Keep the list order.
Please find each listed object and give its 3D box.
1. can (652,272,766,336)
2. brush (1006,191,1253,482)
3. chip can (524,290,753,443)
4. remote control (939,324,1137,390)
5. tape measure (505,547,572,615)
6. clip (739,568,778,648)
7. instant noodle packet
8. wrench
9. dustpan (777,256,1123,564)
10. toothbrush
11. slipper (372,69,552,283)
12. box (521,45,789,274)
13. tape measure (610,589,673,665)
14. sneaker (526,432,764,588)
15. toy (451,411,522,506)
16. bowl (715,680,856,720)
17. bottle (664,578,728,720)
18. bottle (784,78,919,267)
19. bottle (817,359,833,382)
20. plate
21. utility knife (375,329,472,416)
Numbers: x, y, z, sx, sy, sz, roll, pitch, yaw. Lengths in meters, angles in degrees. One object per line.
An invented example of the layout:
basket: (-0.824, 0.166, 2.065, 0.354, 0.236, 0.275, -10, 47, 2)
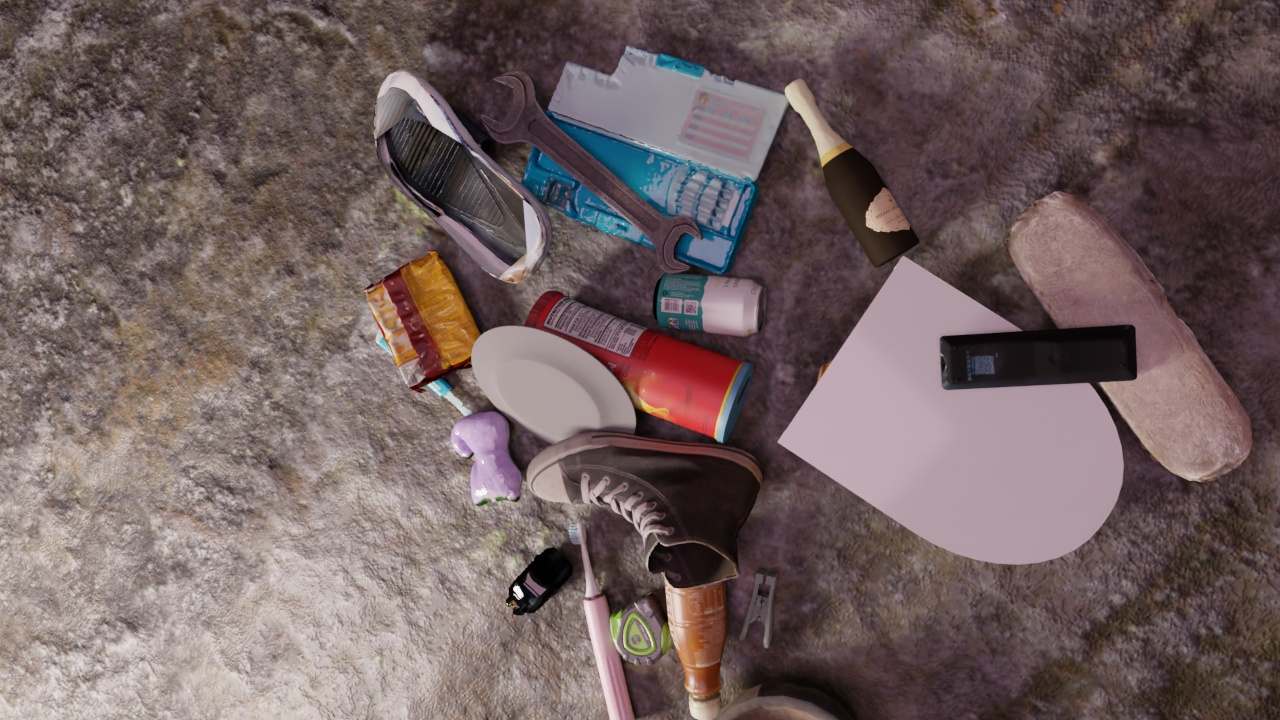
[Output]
can: (0.066, -0.054, 0.874, 0.102, 0.054, 0.055, 7, 97, 17)
brush: (0.407, -0.021, 0.769, 0.083, 0.056, 0.271, -36, 84, 21)
chip can: (-0.005, 0.005, 0.887, 0.213, 0.087, 0.087, 20, 101, 14)
remote control: (0.324, -0.002, 0.748, 0.150, 0.022, 0.047, -4, 94, 12)
tape measure: (-0.104, 0.228, 0.950, 0.042, 0.071, 0.072, 46, 100, 12)
clip: (0.119, 0.245, 0.905, 0.037, 0.023, 0.075, 12, 97, 18)
instant noodle packet: (-0.226, -0.039, 0.972, 0.098, 0.039, 0.135, -27, 87, 7)
wrench: (-0.049, -0.181, 0.884, 0.273, 0.010, 0.070, 41, 103, 11)
dustpan: (0.281, 0.062, 0.799, 0.258, 0.053, 0.191, 34, 95, 6)
toothbrush: (-0.042, 0.276, 0.957, 0.027, 0.027, 0.222, -13, 91, 16)
slipper: (-0.178, -0.186, 0.931, 0.264, 0.063, 0.111, 45, 118, 19)
box: (0.010, -0.205, 0.886, 0.227, 0.039, 0.182, 23, 100, 14)
tape measure: (0.002, 0.277, 0.939, 0.059, 0.036, 0.065, -28, 83, 9)
sneaker: (-0.008, 0.143, 0.874, 0.235, 0.119, 0.095, 6, 135, 12)
toy: (-0.165, 0.104, 0.974, 0.080, 0.036, 0.099, -11, 88, 28)
bowl: (0.145, 0.385, 0.885, 0.162, 0.070, 0.162, 2, 96, 17)
bottle: (0.058, 0.270, 0.907, 0.059, 0.059, 0.167, -4, 95, 18)
bottle: (0.185, -0.173, 0.830, 0.045, 0.045, 0.184, -31, 86, 18)
bottle: (0.212, 0.038, 0.834, 0.109, 0.063, 0.063, 15, 100, 10)
plate: (-0.088, 0.035, 0.894, 0.178, 0.012, 0.179, 18, 142, 15)
utility knife: (-0.233, 0.012, 0.997, 0.141, 0.015, 0.022, 39, 108, 8)
